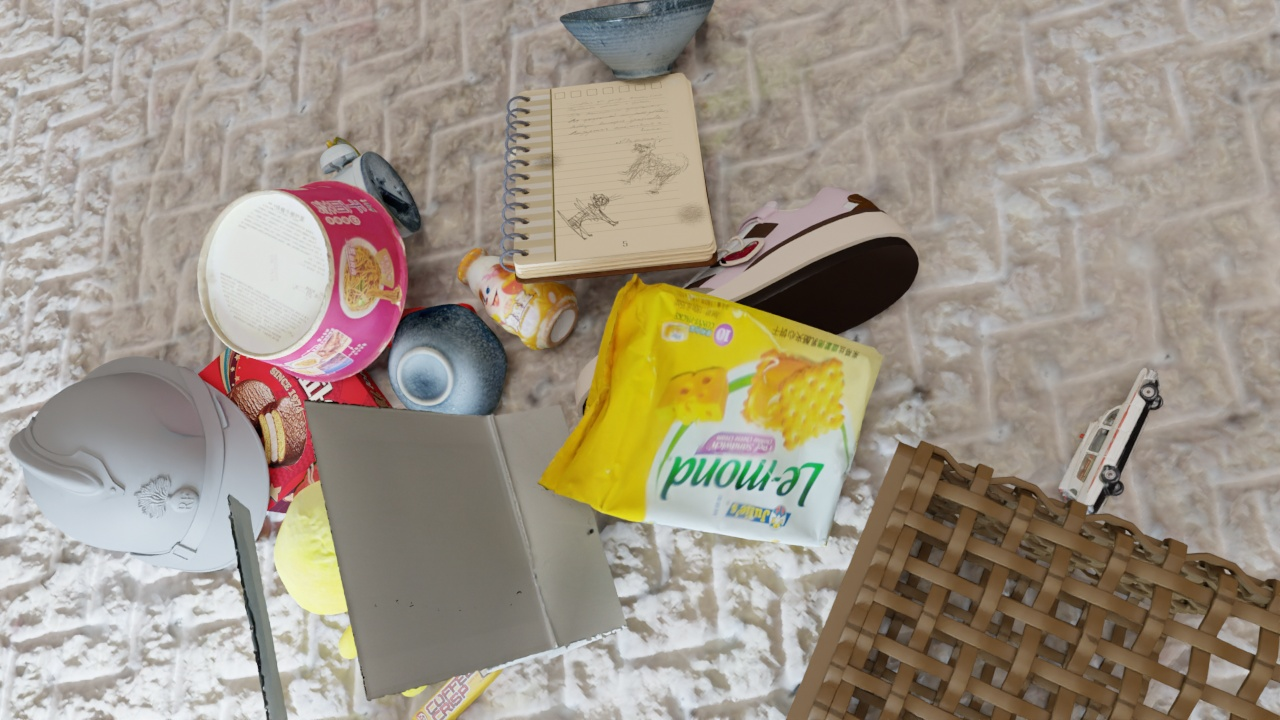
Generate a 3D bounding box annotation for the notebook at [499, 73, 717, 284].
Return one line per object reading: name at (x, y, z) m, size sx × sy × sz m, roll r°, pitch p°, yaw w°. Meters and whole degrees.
notebook at (-0.031, -0.158, 0.763) m, size 0.167 × 0.024 × 0.225 m, roll -6°, pitch 52°, yaw 1°

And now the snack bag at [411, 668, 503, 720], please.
snack bag at (-0.148, 0.270, 0.748) m, size 0.099 × 0.020 × 0.026 m, roll -44°, pitch 70°, yaw 0°

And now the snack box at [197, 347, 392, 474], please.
snack box at (-0.317, 0.037, 0.835) m, size 0.132 × 0.036 × 0.152 m, roll -41°, pitch 71°, yaw 1°

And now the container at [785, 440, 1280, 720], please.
container at (0.216, 0.203, 0.555) m, size 0.214 × 0.251 × 0.219 m, roll 22°, pitch 82°, yaw 17°

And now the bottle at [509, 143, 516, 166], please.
bottle at (-0.082, -0.148, 0.821) m, size 0.044 × 0.044 × 0.109 m, roll -25°, pitch 72°, yaw 6°

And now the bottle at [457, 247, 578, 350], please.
bottle at (-0.108, -0.057, 0.795) m, size 0.109 × 0.063 × 0.063 m, roll 34°, pitch 86°, yaw 18°

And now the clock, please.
clock at (-0.250, -0.156, 0.843) m, size 0.057 × 0.083 × 0.117 m, roll -28°, pitch 73°, yaw 12°

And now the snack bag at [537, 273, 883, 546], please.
snack bag at (0.058, 0.039, 0.653) m, size 0.068 × 0.247 × 0.159 m, roll 27°, pitch 100°, yaw 58°

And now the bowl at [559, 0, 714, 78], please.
bowl at (0.000, -0.284, 0.816) m, size 0.137 × 0.136 × 0.057 m, roll -1°, pitch 116°, yaw 13°

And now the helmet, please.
helmet at (-0.461, 0.092, 0.794) m, size 0.271 × 0.117 × 0.183 m, roll 19°, pitch 95°, yaw 23°

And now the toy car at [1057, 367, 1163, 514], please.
toy car at (0.345, 0.059, 0.675) m, size 0.039 × 0.039 × 0.113 m, roll 23°, pitch 82°, yaw 39°

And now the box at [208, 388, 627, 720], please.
box at (-0.125, 0.127, 0.608) m, size 0.165 × 0.330 × 0.167 m, roll -25°, pitch 71°, yaw 19°

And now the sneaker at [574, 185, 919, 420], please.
sneaker at (0.066, -0.052, 0.742) m, size 0.294 × 0.112 × 0.116 m, roll -31°, pitch 50°, yaw 6°

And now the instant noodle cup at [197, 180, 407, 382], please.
instant noodle cup at (-0.293, -0.070, 0.772) m, size 0.179 × 0.077 × 0.178 m, roll 0°, pitch 90°, yaw 21°

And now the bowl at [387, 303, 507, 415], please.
bowl at (-0.172, 0.009, 0.777) m, size 0.110 × 0.055 × 0.110 m, roll 2°, pitch 102°, yaw 11°

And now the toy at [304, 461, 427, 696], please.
toy at (-0.223, 0.174, 0.756) m, size 0.134 × 0.092 × 0.207 m, roll -37°, pitch 90°, yaw 1°

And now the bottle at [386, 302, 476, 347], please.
bottle at (-0.207, -0.029, 0.825) m, size 0.119 × 0.036 × 0.036 m, roll -4°, pitch 76°, yaw 13°
